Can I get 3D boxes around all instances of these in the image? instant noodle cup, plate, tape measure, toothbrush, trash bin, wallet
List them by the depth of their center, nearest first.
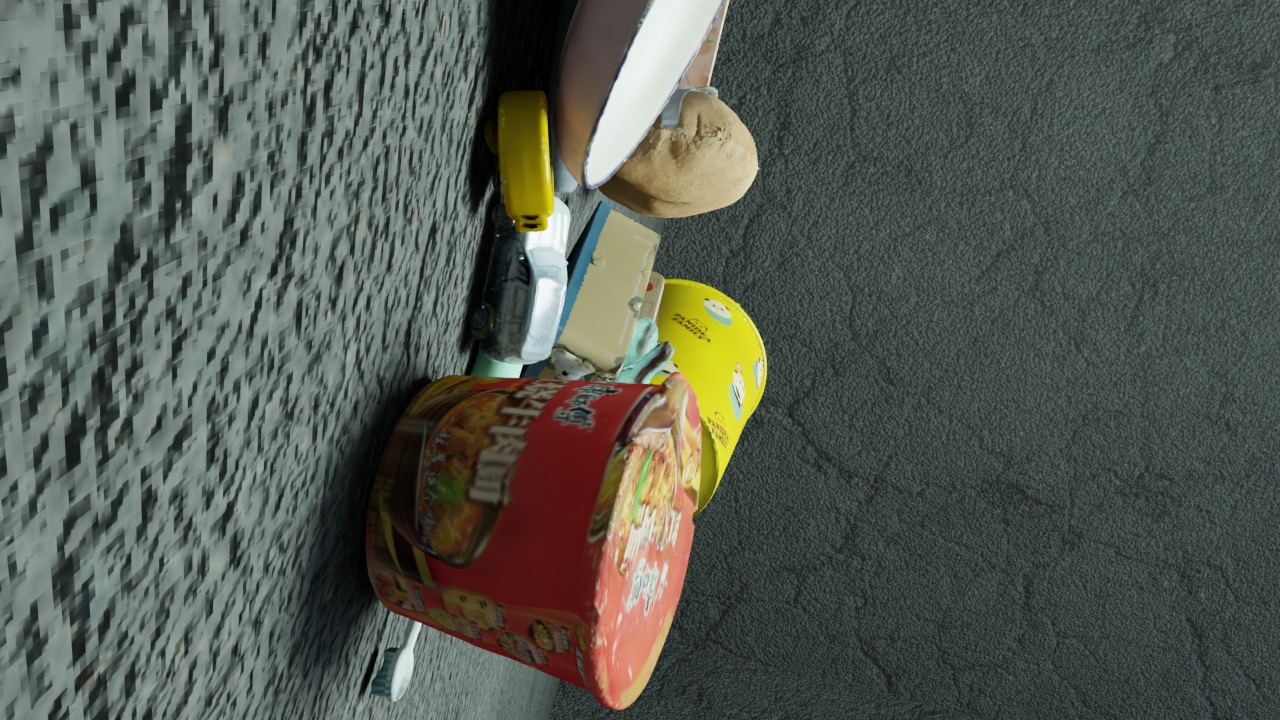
[{"bbox_3d":[-0.043,0.069,0.396,0.137,0.109,0.138,9,89,-73],"label":"instant noodle cup"},{"bbox_3d":[-0.055,-0.094,0.421,0.057,0.029,0.060,93,-8,-60],"label":"tape measure"},{"bbox_3d":[0.007,-0.177,0.451,0.192,0.039,0.192,-59,179,-2],"label":"plate"},{"bbox_3d":[-0.092,0.060,0.472,0.026,0.027,0.224,42,53,-46],"label":"toothbrush"},{"bbox_3d":[-0.028,-0.179,0.548,0.106,0.037,0.130,-73,177,-52],"label":"wallet"},{"bbox_3d":[0.018,0.053,1.054,0.254,0.230,0.230,-60,164,-64],"label":"trash bin"}]

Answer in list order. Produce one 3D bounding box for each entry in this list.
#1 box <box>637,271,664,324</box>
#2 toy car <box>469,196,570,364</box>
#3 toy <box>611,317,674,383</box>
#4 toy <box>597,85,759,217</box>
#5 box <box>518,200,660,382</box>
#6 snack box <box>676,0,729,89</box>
[{"bbox_3d":[-0.033,-0.007,0.798,0.167,0.091,0.077,-75,174,-50],"label":"box"},{"bbox_3d":[-0.057,-0.041,0.468,0.042,0.034,0.090,2,102,-52],"label":"toy car"},{"bbox_3d":[-0.004,0.004,0.664,0.097,0.030,0.091,-44,-157,39],"label":"toy"},{"bbox_3d":[0.028,-0.160,0.771,0.226,0.143,0.082,90,9,-86],"label":"toy"},{"bbox_3d":[-0.037,-0.039,0.674,0.090,0.059,0.183,-54,-164,39],"label":"box"},{"bbox_3d":[0.027,-0.282,0.764,0.026,0.084,0.157,74,29,-80],"label":"snack box"}]
